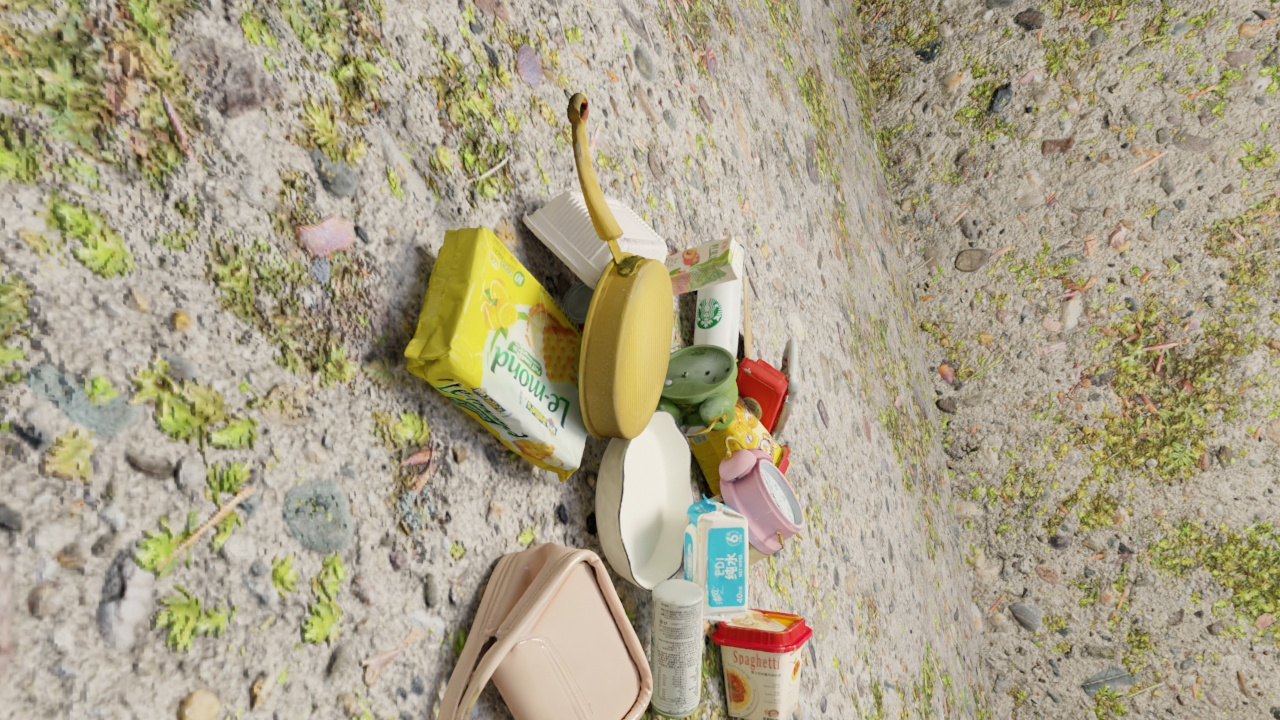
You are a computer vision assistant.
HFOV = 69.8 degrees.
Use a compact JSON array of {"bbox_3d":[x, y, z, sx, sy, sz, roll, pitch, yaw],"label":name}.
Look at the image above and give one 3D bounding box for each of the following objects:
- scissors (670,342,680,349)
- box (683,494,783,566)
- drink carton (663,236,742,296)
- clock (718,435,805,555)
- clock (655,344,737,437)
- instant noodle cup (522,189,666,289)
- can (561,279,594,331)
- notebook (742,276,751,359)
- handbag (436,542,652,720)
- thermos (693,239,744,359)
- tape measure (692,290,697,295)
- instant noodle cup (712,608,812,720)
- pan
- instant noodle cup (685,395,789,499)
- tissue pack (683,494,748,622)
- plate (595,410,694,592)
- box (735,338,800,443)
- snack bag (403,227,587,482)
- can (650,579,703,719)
[{"bbox_3d":[-0.025,0.007,1.062,0.162,0.012,0.174,6,106,-38],"label":"scissors"},{"bbox_3d":[0.119,0.239,1.216,0.168,0.091,0.077,27,35,-56],"label":"box"},{"bbox_3d":[0.080,-0.128,1.286,0.045,0.123,0.053,57,33,-36],"label":"drink carton"},{"bbox_3d":[0.149,0.166,1.172,0.158,0.060,0.117,60,21,18],"label":"clock"},{"bbox_3d":[0.071,0.045,1.202,0.160,0.116,0.056,-72,149,-50],"label":"clock"},{"bbox_3d":[-0.040,-0.143,1.063,0.138,0.060,0.173,45,20,16],"label":"instant noodle cup"},{"bbox_3d":[-0.041,-0.048,1.079,0.094,0.067,0.066,43,42,-47],"label":"can"},{"bbox_3d":[0.168,-0.016,1.442,0.212,0.012,0.149,72,18,-64],"label":"notebook"},{"bbox_3d":[-0.096,0.300,0.818,0.233,0.094,0.193,-50,122,-48],"label":"handbag"},{"bbox_3d":[0.112,-0.063,1.351,0.073,0.073,0.224,26,65,-56],"label":"thermos"},{"bbox_3d":[0.084,-0.135,1.401,0.054,0.025,0.058,54,45,-34],"label":"tape measure"},{"bbox_3d":[0.163,0.408,1.227,0.116,0.116,0.124,-1,91,-62],"label":"instant noodle cup"},{"bbox_3d":[-0.028,-0.086,0.927,0.197,0.078,0.358,-55,149,-57],"label":"pan"},{"bbox_3d":[0.132,0.128,1.295,0.123,0.116,0.116,57,31,-11],"label":"instant noodle cup"},{"bbox_3d":[0.086,0.232,1.078,0.090,0.063,0.140,174,-83,-81],"label":"tissue pack"},{"bbox_3d":[0.006,0.161,1.066,0.204,0.046,0.205,-1,90,-65],"label":"plate"},{"bbox_3d":[0.190,0.046,1.337,0.098,0.095,0.202,-50,163,-25],"label":"box"},{"bbox_3d":[-0.128,-0.003,0.890,0.246,0.068,0.157,48,39,-45],"label":"snack bag"},{"bbox_3d":[0.040,0.323,1.030,0.058,0.058,0.147,-27,121,-62],"label":"can"}]
